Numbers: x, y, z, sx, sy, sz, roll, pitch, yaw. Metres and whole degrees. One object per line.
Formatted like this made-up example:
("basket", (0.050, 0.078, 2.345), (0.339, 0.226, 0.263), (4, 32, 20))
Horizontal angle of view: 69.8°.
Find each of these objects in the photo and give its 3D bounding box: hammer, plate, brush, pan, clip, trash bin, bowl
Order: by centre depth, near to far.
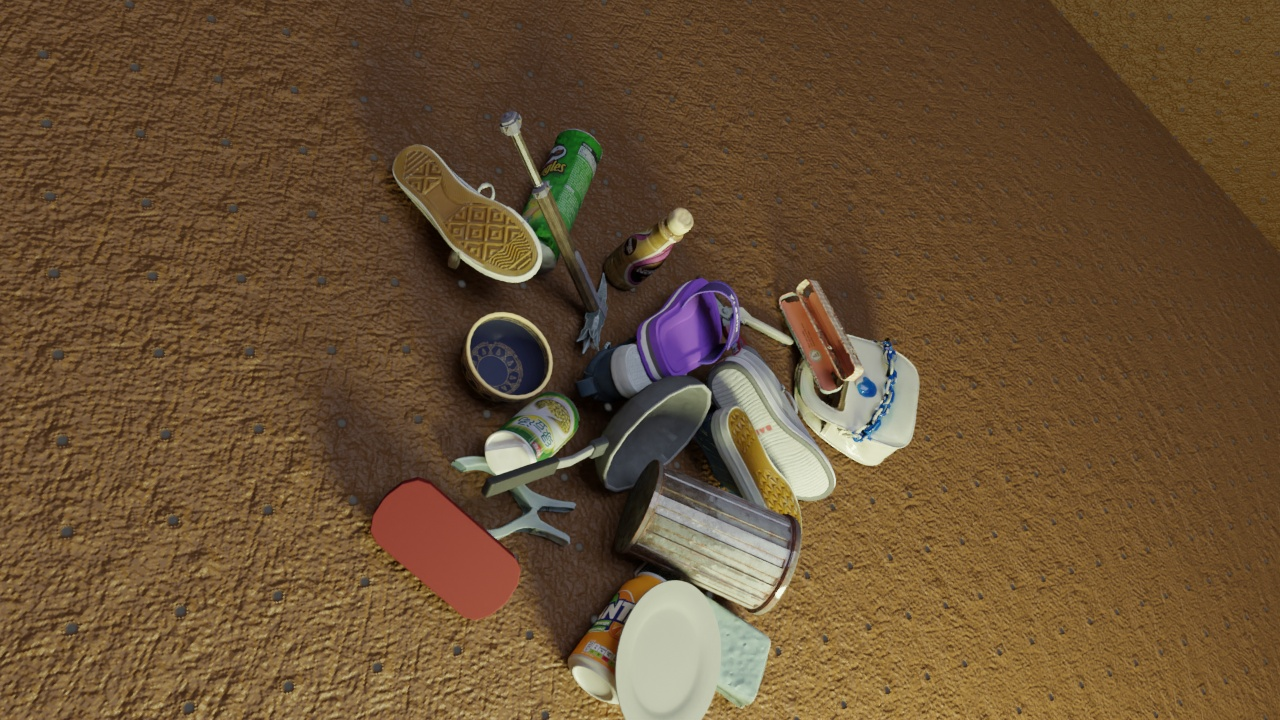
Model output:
("brush", (-0.211, 0.203, 0.998), (0.173, 0.042, 0.082), (44, 82, -9))
("plate", (0.031, 0.341, 1.043), (0.178, 0.012, 0.178), (8, 79, -46))
("pan", (-0.047, 0.100, 1.082), (0.041, 0.179, 0.356), (44, 35, 25))
("clip", (-0.152, 0.148, 1.090), (0.171, 0.029, 0.141), (13, 62, -29))
("bowl", (-0.171, 0.004, 1.123), (0.112, 0.061, 0.112), (15, 61, -28))
("trash bin", (0.090, 0.220, 1.133), (0.211, 0.131, 0.130), (25, 56, -9))
("hammer", (-0.105, -0.174, 1.162), (0.146, 0.028, 0.317), (-79, 154, -47))
("brush", (0.049, 0.256, 1.182), (0.135, 0.015, 0.050), (-33, 87, -40))

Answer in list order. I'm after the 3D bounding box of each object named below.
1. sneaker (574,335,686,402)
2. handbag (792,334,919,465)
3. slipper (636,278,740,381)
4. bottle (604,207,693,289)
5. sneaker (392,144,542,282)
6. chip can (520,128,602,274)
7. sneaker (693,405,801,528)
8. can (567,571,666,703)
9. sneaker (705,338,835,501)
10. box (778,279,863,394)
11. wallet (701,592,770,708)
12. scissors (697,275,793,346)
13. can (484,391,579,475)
("sneaker", (-0.007, 0.007, 1.220), (0.235, 0.087, 0.089), (-24, 98, -65))
("handbag", (0.338, 0.047, 1.437), (0.199, 0.093, 0.200), (24, 56, -12))
("slipper", (0.087, -0.048, 1.237), (0.265, 0.084, 0.107), (-38, 110, -62))
("bottle", (0.014, -0.156, 1.258), (0.059, 0.166, 0.059), (15, 60, -28))
("sneaker", (-0.216, -0.176, 1.163), (0.241, 0.088, 0.118), (43, 82, 15))
("chip can", (-0.116, -0.219, 1.262), (0.075, 0.076, 0.222), (31, 54, -18))
("sneaker", (0.142, 0.168, 1.253), (0.235, 0.079, 0.087), (59, 40, -20))
("can", (-0.015, 0.320, 1.066), (0.079, 0.079, 0.142), (48, 51, -6))
("sneaker", (0.193, 0.086, 1.322), (0.263, 0.097, 0.128), (52, 28, -14))
("box", (0.277, -0.039, 1.424), (0.043, 0.083, 0.186), (9, 48, -42))
("wallet", (0.092, 0.357, 1.141), (0.131, 0.054, 0.100), (39, 44, -10))
("scissors", (0.159, -0.047, 1.404), (0.179, 0.015, 0.193), (-4, 70, -34))
("can", (-0.127, 0.089, 1.088), (0.067, 0.067, 0.120), (51, 32, -3))
